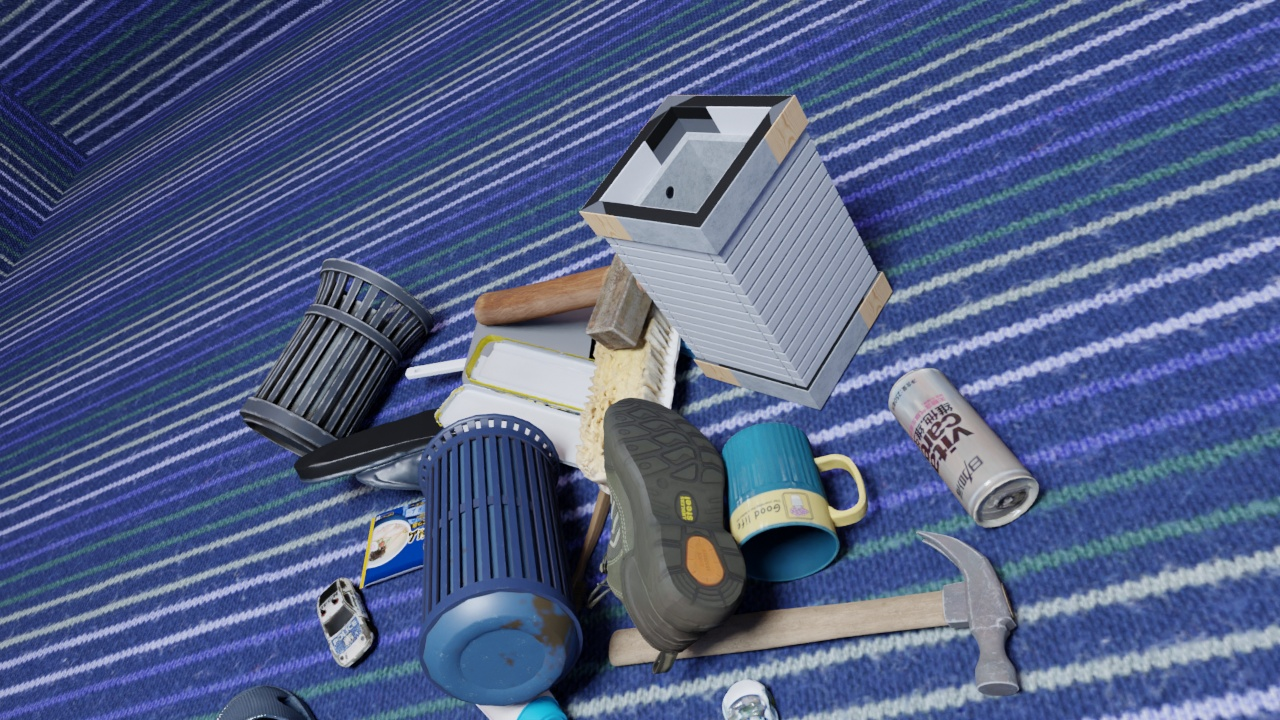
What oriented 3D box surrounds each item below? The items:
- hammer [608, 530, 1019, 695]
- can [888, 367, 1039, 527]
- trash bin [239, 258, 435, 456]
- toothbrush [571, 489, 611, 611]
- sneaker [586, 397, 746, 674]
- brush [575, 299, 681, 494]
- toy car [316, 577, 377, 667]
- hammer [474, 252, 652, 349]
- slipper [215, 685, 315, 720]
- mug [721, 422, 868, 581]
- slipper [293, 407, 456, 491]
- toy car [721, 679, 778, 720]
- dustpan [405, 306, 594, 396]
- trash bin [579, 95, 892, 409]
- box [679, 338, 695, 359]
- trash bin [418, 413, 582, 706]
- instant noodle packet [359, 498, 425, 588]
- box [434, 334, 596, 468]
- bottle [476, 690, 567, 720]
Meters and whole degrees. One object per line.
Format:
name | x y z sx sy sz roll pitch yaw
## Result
hammer | 0.118 0.210 0.716 0.332 0.031 0.119 -18 47 29
can | 0.248 0.064 0.720 0.054 0.054 0.135 -34 40 8
trash bin | -0.396 0.009 1.188 0.164 0.164 0.227 7 62 41
toothbrush | -0.043 0.164 0.884 0.016 0.016 0.166 -6 51 34
sneaker | 0.013 0.150 0.767 0.237 0.101 0.143 -107 30 -49
brush | -0.006 0.006 0.925 0.083 0.056 0.270 -14 51 35
toy car | -0.316 0.275 0.974 0.048 0.040 0.113 -45 41 -4
hammer | -0.090 -0.078 1.010 0.302 0.037 0.157 -7 56 48
slipper | -0.359 0.381 0.881 0.264 0.082 0.101 15 62 44
mug | 0.127 0.112 0.755 0.114 0.083 0.107 -16 42 11
slipper | -0.254 0.114 1.051 0.265 0.083 0.109 -16 15 0
toy car | 0.084 0.276 0.676 0.039 0.027 0.089 -31 41 14
dustpan | -0.170 -0.012 1.106 0.258 0.033 0.162 -9 42 13
trash bin | 0.095 -0.096 0.832 0.143 0.247 0.142 17 65 45
box | 0.073 -0.110 1.032 0.175 0.033 0.231 17 66 47
trash bin | -0.128 0.172 0.813 0.139 0.139 0.249 -33 31 8
instant noodle packet | -0.250 0.194 1.007 0.134 0.026 0.086 -21 47 22
box | -0.109 0.043 0.986 0.210 0.034 0.129 14 57 22
bottle | -0.103 0.294 0.783 0.146 0.051 0.051 23 70 47
